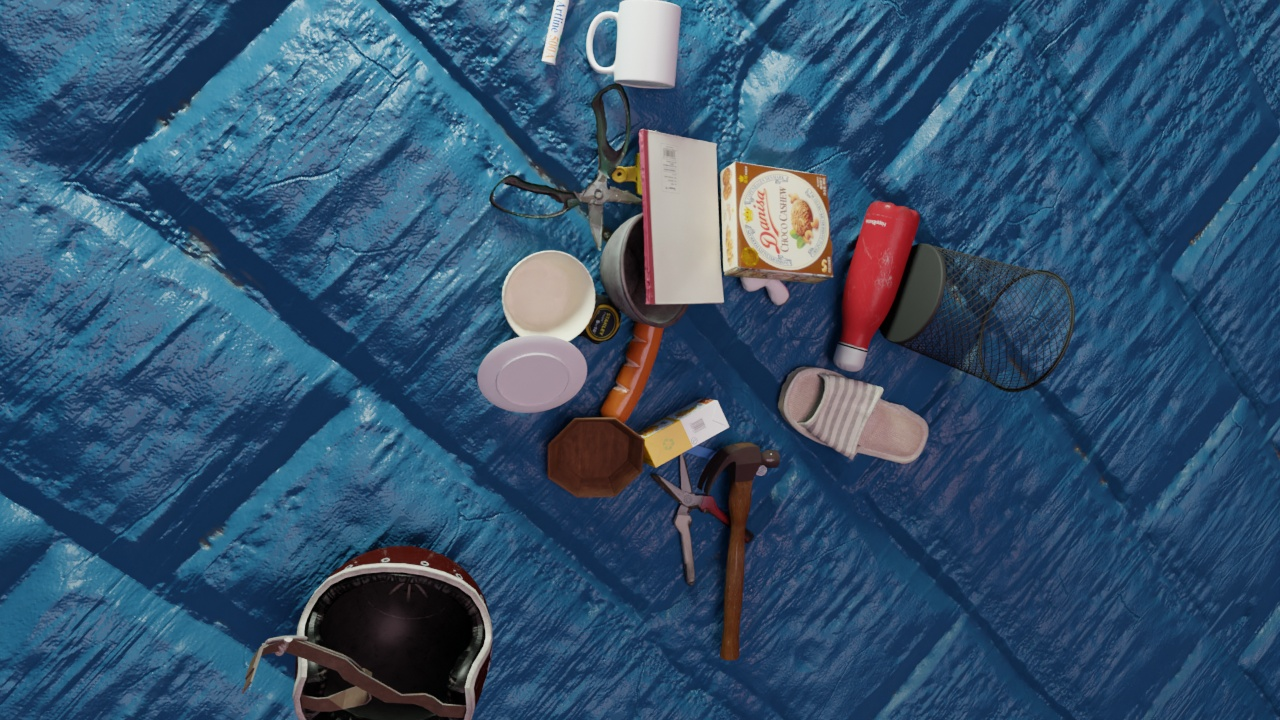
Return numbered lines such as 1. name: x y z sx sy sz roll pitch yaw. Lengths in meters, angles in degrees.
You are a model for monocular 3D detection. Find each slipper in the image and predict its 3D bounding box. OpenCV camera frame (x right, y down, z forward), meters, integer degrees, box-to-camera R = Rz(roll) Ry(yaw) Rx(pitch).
1. slipper: 0.322 0.087 1.348 0.272 0.054 0.114 23 97 -26

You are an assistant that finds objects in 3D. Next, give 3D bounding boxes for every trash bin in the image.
1. trash bin: 0.466 -0.068 1.309 0.210 0.184 0.184 15 95 -19

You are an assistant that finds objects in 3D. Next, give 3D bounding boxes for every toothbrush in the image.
1. toothbrush: 0.108 0.135 1.289 0.166 0.014 0.016 18 94 -24

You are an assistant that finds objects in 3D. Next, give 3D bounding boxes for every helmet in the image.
1. helmet: -0.286 0.333 1.038 0.233 0.253 0.234 7 124 -9

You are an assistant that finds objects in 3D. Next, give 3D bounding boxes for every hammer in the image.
1. hammer: 0.135 0.274 1.304 0.115 0.033 0.323 -3 103 -24

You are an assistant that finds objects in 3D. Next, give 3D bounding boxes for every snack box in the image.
1. snack box: 0.179 -0.179 1.209 0.146 0.041 0.143 3 80 -22

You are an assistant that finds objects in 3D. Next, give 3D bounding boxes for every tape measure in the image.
1. tape measure: -0.056 -0.053 1.169 0.061 0.034 0.062 24 93 -22

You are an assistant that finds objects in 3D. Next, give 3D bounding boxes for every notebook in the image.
1. notebook: 0.053 -0.175 1.146 0.152 0.012 0.209 -5 94 -49

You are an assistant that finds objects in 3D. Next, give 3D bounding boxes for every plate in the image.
1. plate: -0.132 0.022 1.127 0.134 0.011 0.135 -7 135 -7
2. plate: -0.058 0.121 1.191 0.131 0.025 0.131 -3 120 -6

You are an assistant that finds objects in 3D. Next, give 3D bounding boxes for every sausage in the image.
1. sausage: -0.007 0.007 1.199 0.044 0.039 0.164 19 94 -25

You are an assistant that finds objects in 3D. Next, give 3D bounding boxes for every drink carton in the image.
1. drink carton: 0.055 0.094 1.230 0.122 0.059 0.040 -27 99 -15

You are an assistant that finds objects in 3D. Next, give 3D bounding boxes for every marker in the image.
1. marker: -0.093 -0.424 1.082 0.017 0.017 0.145 11 97 -24

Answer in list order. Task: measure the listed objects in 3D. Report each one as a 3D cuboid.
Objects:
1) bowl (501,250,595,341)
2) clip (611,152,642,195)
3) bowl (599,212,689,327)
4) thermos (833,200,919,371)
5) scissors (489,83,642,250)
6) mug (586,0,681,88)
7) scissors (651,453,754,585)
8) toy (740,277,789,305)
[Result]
1. bowl: -0.119 -0.079 1.122 0.115 0.062 0.115 -5 103 -21
2. clip: -0.009 -0.234 1.153 0.048 0.046 0.054 -15 110 -45
3. bowl: -0.001 -0.113 1.145 0.144 0.067 0.145 0 90 -50
4. thermos: 0.324 -0.101 1.294 0.073 0.073 0.240 13 97 -24
5. scissors: -0.085 -0.232 1.116 0.204 0.015 0.202 -4 106 -15
6. mug: -0.010 -0.380 1.103 0.110 0.073 0.090 5 100 3
7. scissors: 0.081 0.231 1.298 0.198 0.015 0.179 19 94 -24
8. toy: 0.166 -0.128 1.243 0.122 0.038 0.079 27 97 -26
